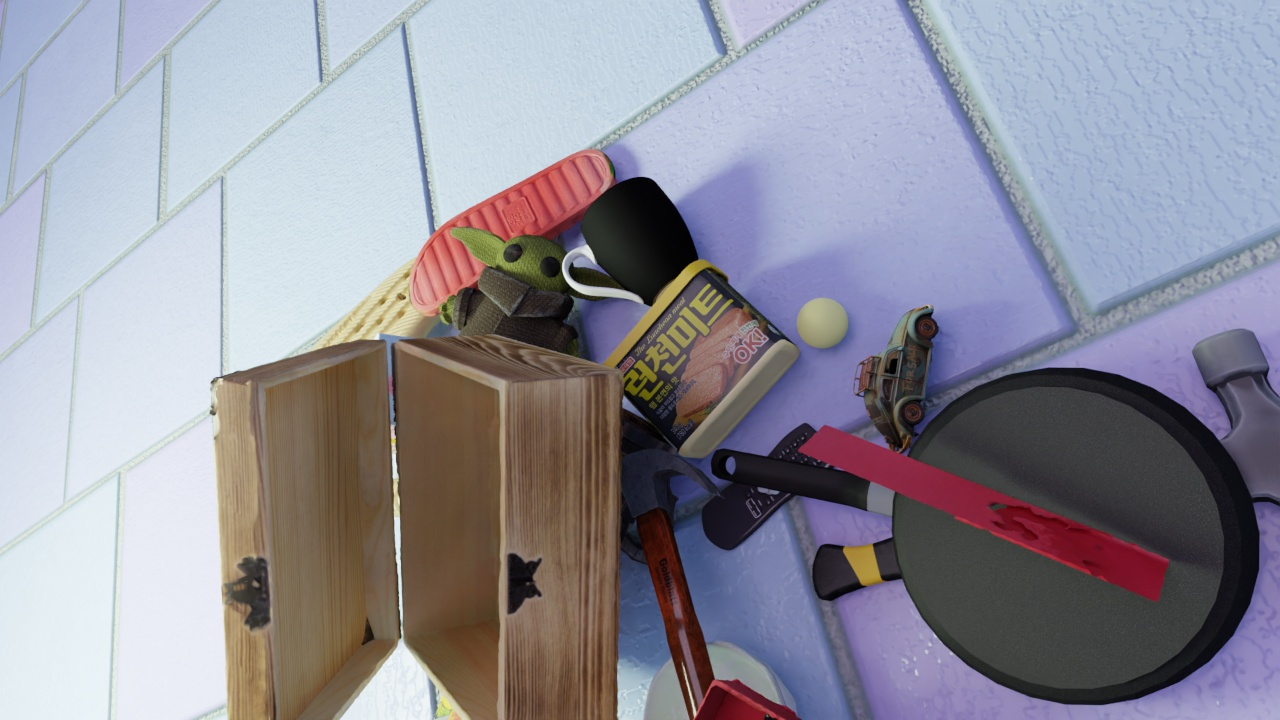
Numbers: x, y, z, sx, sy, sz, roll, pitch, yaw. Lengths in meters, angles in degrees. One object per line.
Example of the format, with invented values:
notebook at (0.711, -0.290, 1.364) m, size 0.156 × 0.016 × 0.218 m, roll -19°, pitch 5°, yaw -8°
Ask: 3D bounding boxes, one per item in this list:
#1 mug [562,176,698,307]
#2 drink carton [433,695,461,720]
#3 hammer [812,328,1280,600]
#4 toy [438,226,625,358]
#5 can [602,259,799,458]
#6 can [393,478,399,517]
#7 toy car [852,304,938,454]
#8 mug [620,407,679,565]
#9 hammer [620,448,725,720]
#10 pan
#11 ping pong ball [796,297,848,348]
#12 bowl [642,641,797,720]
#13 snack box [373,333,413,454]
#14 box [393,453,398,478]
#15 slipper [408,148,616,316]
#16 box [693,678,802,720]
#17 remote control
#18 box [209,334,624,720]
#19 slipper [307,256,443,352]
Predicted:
mug at (-0.008, -0.091, 0.820) m, size 0.119 × 0.085 × 0.100 m, roll -32°, pitch 69°, yaw -5°
drink carton at (-0.145, 0.329, 0.798) m, size 0.076 × 0.048 × 0.124 m, roll 14°, pitch 82°, yaw 38°
hammer at (0.261, 0.110, 0.600) m, size 0.325 × 0.034 × 0.169 m, roll -23°, pitch 63°, yaw 29°
toy at (-0.115, -0.044, 0.859) m, size 0.179 × 0.078 × 0.152 m, roll 20°, pitch 86°, yaw 4°
can at (0.049, 0.002, 0.751) m, size 0.101 × 0.072 × 0.131 m, roll 46°, pitch 102°, yaw 22°
can at (-0.253, 0.138, 0.923) m, size 0.080 × 0.038 × 0.038 m, roll -6°, pitch 70°, yaw 40°
toy car at (0.183, 0.010, 0.669) m, size 0.047 × 0.047 × 0.111 m, roll 14°, pitch 78°, yaw -2°
mug at (-0.012, 0.108, 0.773) m, size 0.116 × 0.080 × 0.107 m, roll 30°, pitch 94°, yaw 12°
hammer at (0.034, 0.203, 0.645) m, size 0.111 × 0.028 × 0.300 m, roll -27°, pitch 62°, yaw 20°
pan at (0.191, 0.097, 0.601) m, size 0.356 × 0.044 × 0.204 m, roll 7°, pitch 90°, yaw 36°
ping pong ball at (0.144, -0.029, 0.724) m, size 0.040 × 0.040 × 0.040 m, roll -13°, pitch 66°, yaw 32°
bowl at (0.065, 0.264, 0.662) m, size 0.118 × 0.061 × 0.117 m, roll -13°, pitch 66°, yaw 32°
snack box at (-0.234, 0.036, 0.896) m, size 0.095 × 0.079 × 0.093 m, roll -32°, pitch 54°, yaw 54°
box at (-0.181, 0.099, 0.917) m, size 0.190 × 0.037 × 0.208 m, roll -24°, pitch 60°, yaw 24°
slipper at (-0.127, -0.124, 0.943) m, size 0.249 × 0.059 × 0.103 m, roll -34°, pitch 55°, yaw 3°
box at (0.017, 0.400, 0.452) m, size 0.215 × 0.138 × 0.466 m, roll 24°, pitch 62°, yaw 28°
remote control at (0.098, 0.102, 0.729) m, size 0.125 × 0.009 × 0.046 m, roll -43°, pitch 54°, yaw 16°
box at (-0.188, 0.129, 0.692) m, size 0.270 × 0.263 × 0.279 m, roll 15°, pitch 108°, yaw 59°
slipper at (-0.284, -0.004, 1.003) m, size 0.111 × 0.079 × 0.261 m, roll 29°, pitch 73°, yaw 36°
